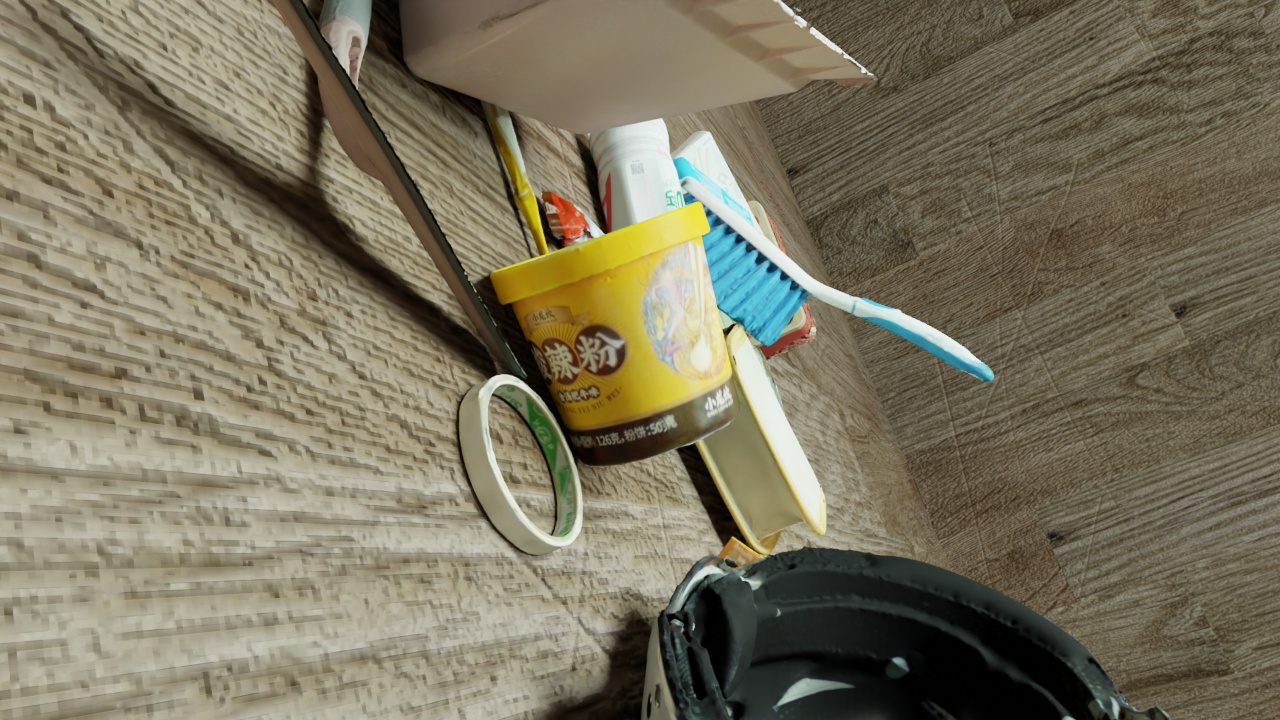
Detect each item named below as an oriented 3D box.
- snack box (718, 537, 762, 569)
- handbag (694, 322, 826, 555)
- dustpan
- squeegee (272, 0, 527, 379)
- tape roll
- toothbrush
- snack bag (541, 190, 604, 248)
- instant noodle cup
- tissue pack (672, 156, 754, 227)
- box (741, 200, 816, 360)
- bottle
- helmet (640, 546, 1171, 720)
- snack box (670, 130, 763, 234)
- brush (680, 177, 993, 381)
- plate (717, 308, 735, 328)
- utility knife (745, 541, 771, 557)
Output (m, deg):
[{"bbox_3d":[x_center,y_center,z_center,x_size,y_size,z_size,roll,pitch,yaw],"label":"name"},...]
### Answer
[{"bbox_3d":[0.121,0.182,0.662,0.153,0.026,0.075,40,-4,-40],"label":"snack box"},{"bbox_3d":[0.092,0.053,0.742,0.163,0.063,0.178,64,18,-6],"label":"handbag"},{"bbox_3d":[-0.028,-0.227,0.527,0.222,0.274,0.138,4,83,-59],"label":"dustpan"},{"bbox_3d":[-0.130,-0.145,0.421,0.248,0.040,0.249,68,3,-54],"label":"squeegee"},{"bbox_3d":[-0.054,0.048,0.429,0.086,0.014,0.085,55,20,-31],"label":"tape roll"},{"bbox_3d":[-0.077,-0.109,0.572,0.018,0.016,0.191,8,59,-60],"label":"toothbrush"},{"bbox_3d":[-0.032,-0.077,0.641,0.104,0.026,0.048,44,25,-52],"label":"snack bag"},{"bbox_3d":[-0.007,-0.013,0.494,0.118,0.119,0.114,-46,119,-72],"label":"instant noodle cup"},{"bbox_3d":[0.060,-0.131,0.907,0.140,0.063,0.089,30,38,-38],"label":"tissue pack"},{"bbox_3d":[0.142,-0.091,1.078,0.080,0.091,0.168,25,44,-62],"label":"box"},{"bbox_3d":[0.004,-0.113,0.742,0.068,0.068,0.196,39,36,-57],"label":"bottle"},{"bbox_3d":[0.106,0.197,0.423,0.273,0.230,0.157,-5,109,-69],"label":"helmet"},{"bbox_3d":[0.074,-0.157,0.985,0.027,0.084,0.157,18,-33,55],"label":"snack box"},{"bbox_3d":[0.140,-0.051,0.782,0.314,0.109,0.060,42,8,11],"label":"brush"},{"bbox_3d":[0.083,0.018,0.866,0.230,0.027,0.229,54,21,-32],"label":"plate"},{"bbox_3d":[0.110,0.192,0.729,0.195,0.015,0.033,69,14,9],"label":"utility knife"}]
